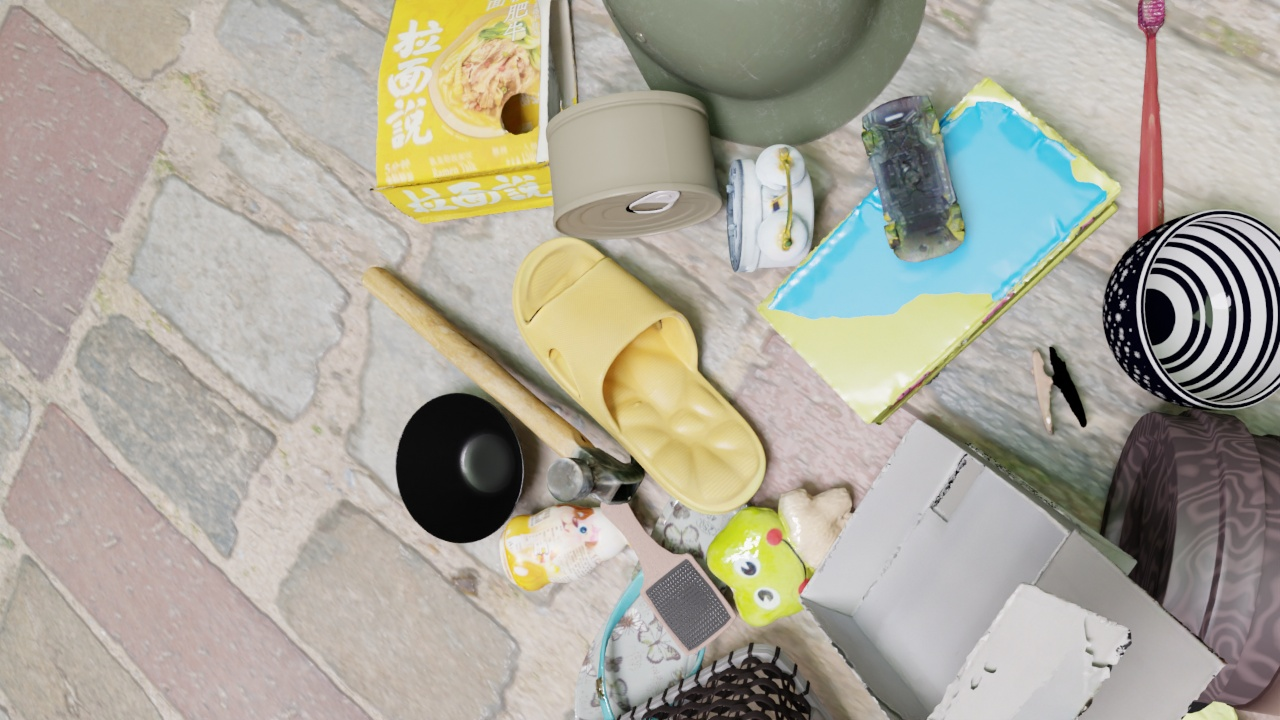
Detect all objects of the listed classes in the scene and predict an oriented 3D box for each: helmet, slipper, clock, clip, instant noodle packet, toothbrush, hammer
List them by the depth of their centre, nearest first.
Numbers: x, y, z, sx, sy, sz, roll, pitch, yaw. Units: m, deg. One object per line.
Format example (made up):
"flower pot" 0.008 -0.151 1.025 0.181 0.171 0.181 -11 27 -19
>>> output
"toothbrush" 0.340 -0.152 0.610 0.016 0.016 0.190 1 89 21
"clip" 0.290 0.019 0.624 0.045 0.025 0.061 -9 82 22
"helmet" 0.061 -0.293 0.652 0.268 0.153 0.227 41 103 18
"clock" 0.092 -0.106 0.657 0.057 0.117 0.083 -1 87 -2
"slipper" -0.004 0.004 0.697 0.099 0.078 0.263 -38 78 -17
"slipper" 0.007 0.217 0.720 0.098 0.054 0.269 22 95 23
"hammer" -0.124 0.012 0.757 0.330 0.132 0.033 37 103 29
"instant noodle packet" -0.140 -0.242 0.781 0.163 0.084 0.221 -5 81 20

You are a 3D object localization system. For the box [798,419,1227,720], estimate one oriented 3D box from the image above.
"box" 0.199 0.171 0.468 0.108 0.418 0.166 28 100 -11

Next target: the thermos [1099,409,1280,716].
"thermos" 0.396 0.127 0.509 0.226 0.172 0.172 10 92 16

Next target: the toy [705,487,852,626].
"toy" 0.111 0.139 0.676 0.118 0.043 0.092 -32 100 4

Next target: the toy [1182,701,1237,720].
"toy" 0.320 0.259 0.583 0.135 0.045 0.091 -31 74 12

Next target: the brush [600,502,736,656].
"brush" 0.013 0.156 0.696 0.050 0.015 0.135 -39 75 0

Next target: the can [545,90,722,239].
"can" -0.006 -0.143 0.691 0.128 0.127 0.073 -9 83 21

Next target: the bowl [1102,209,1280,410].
"bowl" 0.340 -0.029 0.575 0.120 0.066 0.120 0 89 -12

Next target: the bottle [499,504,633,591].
"bottle" -0.056 0.147 0.741 0.109 0.063 0.063 -15 83 8

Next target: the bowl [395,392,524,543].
"bowl" -0.141 0.089 0.780 0.124 0.052 0.124 -1 89 22

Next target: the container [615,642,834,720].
"container" 0.040 0.379 0.571 0.246 0.243 0.247 -36 90 17

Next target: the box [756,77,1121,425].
"box" 0.202 -0.070 0.636 0.221 0.079 0.124 -47 73 12

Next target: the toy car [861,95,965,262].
"toy car" 0.175 -0.115 0.589 0.048 0.033 0.105 -14 86 19
